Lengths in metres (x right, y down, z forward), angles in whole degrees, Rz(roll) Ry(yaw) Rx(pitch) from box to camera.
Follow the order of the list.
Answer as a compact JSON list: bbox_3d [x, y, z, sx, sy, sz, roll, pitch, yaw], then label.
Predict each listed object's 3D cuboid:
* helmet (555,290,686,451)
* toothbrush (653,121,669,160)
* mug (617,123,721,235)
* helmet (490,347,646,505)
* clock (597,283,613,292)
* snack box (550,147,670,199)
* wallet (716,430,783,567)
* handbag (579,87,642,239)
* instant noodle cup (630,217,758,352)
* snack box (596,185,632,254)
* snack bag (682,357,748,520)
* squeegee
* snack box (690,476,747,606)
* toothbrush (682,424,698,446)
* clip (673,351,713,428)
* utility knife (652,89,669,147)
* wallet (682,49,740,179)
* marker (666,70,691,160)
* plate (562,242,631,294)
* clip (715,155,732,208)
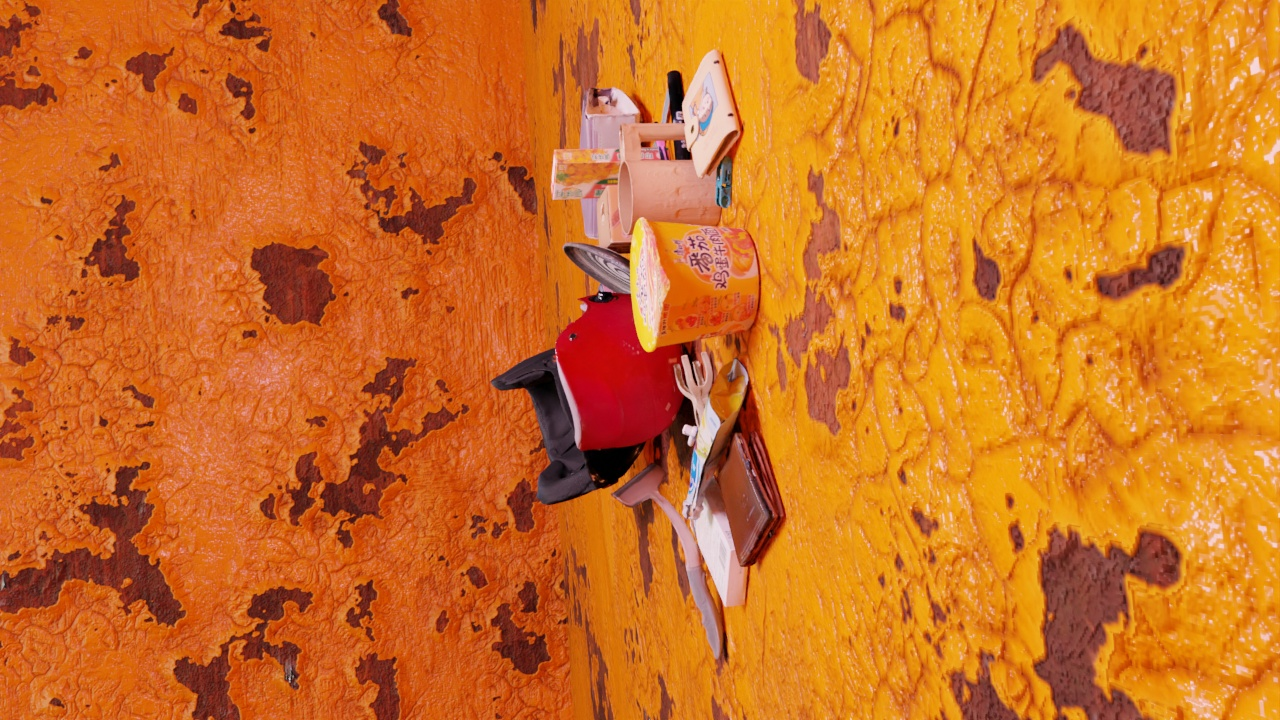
[{"bbox_3d":[-0.007,0.007,1.216,0.239,0.144,0.207,-66,-29,-54],"label":"helmet"},{"bbox_3d":[0.038,-0.235,1.201,0.018,0.014,0.189,89,170,-67],"label":"toothbrush"},{"bbox_3d":[0.031,-0.206,1.040,0.084,0.103,0.124,-163,69,-78],"label":"mug"},{"bbox_3d":[-0.091,0.085,1.447,0.275,0.229,0.233,15,129,65],"label":"helmet"},{"bbox_3d":[-0.035,-0.087,1.524,0.117,0.059,0.159,-106,14,-49],"label":"clock"},{"bbox_3d":[-0.042,-0.255,1.250,0.077,0.155,0.027,106,157,-60],"label":"snack box"},{"bbox_3d":[0.112,0.146,0.954,0.125,0.032,0.101,101,159,-54],"label":"wallet"},{"bbox_3d":[-0.047,-0.303,1.408,0.144,0.098,0.197,-113,21,-54],"label":"handbag"},{"bbox_3d":[0.055,-0.080,0.950,0.138,0.109,0.138,176,91,-79],"label":"instant noodle cup"},{"bbox_3d":[-0.005,-0.191,1.246,0.093,0.094,0.077,164,103,-79],"label":"snack box"},{"bbox_3d":[0.079,0.092,1.019,0.191,0.039,0.110,101,180,-47],"label":"snack bag"},{"bbox_3d":[0.058,0.250,1.134,0.249,0.040,0.247,66,-169,2],"label":"squeegee"},{"bbox_3d":[0.091,0.207,1.081,0.156,0.027,0.085,-115,22,-61],"label":"snack box"},{"bbox_3d":[0.061,0.093,1.126,0.180,0.016,0.016,71,-142,-81],"label":"toothbrush"},{"bbox_3d":[0.071,0.033,1.104,0.093,0.035,0.103,99,159,-52],"label":"clip"},{"bbox_3d":[0.022,-0.288,1.281,0.217,0.013,0.029,103,156,-53],"label":"utility knife"},{"bbox_3d":[0.073,-0.261,0.984,0.087,0.024,0.115,-48,45,50],"label":"wallet"},{"bbox_3d":[0.047,-0.296,1.140,0.022,0.020,0.132,58,-154,-78],"label":"marker"},{"bbox_3d":[-0.026,-0.119,1.266,0.024,0.179,0.179,-59,9,-7],"label":"plate"},{"bbox_3d":[0.089,-0.192,0.985,0.043,0.014,0.056,-125,35,-67],"label":"clip"}]
